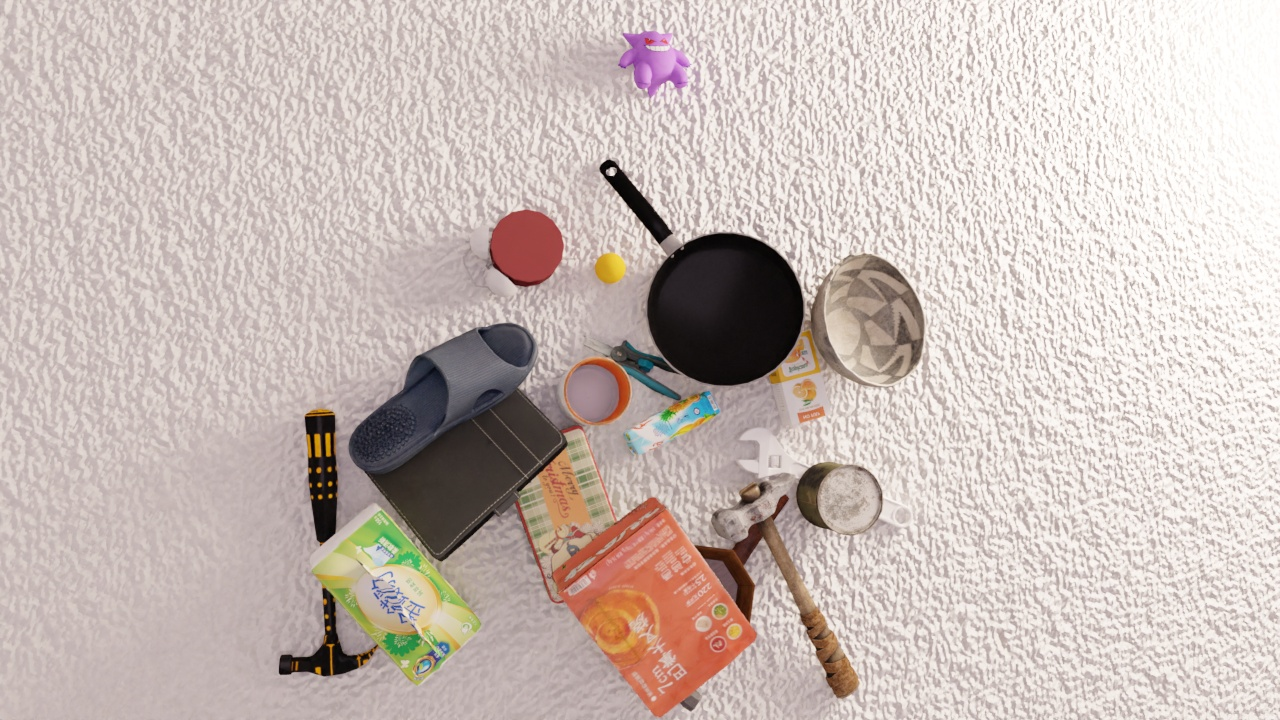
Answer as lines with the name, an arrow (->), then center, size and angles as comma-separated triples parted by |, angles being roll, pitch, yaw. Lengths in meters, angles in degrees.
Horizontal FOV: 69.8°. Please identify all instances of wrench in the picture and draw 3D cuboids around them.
wrench -> 0.249, 0.164, 1.239 | 0.273, 0.018, 0.066 | 24, 82, -9

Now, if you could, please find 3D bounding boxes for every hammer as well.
hammer -> -0.376, 0.218, 1.108 | 0.123, 0.036, 0.320 | -2, 88, -14
hammer -> 0.207, 0.299, 1.192 | 0.121, 0.049, 0.319 | -30, 101, -19
hammer -> 0.102, 0.295, 1.195 | 0.111, 0.028, 0.300 | 36, 80, -7

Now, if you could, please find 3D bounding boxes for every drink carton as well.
drink carton -> 0.209, 0.027, 1.228 | 0.058, 0.040, 0.122 | -14, 89, -12
drink carton -> 0.038, 0.082, 1.191 | 0.128, 0.044, 0.038 | -26, 91, -13

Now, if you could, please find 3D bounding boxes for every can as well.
can -> 0.257, 0.178, 1.193 | 0.090, 0.075, 0.090 | 1, 86, -11

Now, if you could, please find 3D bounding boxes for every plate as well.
plate -> 0.079, 0.295, 1.154 | 0.131, 0.025, 0.131 | 0, 87, -3

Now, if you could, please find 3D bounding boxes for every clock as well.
clock -> -0.156, -0.138, 1.166 | 0.137, 0.048, 0.096 | -24, 91, -11

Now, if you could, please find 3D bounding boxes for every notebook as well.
notebook -> -0.211, 0.119, 1.117 | 0.209, 0.029, 0.169 | -43, 67, -7

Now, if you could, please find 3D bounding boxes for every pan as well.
pan -> 0.062, -0.122, 1.202 | 0.204, 0.044, 0.355 | -38, 81, -2

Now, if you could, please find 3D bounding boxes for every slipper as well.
slipper -> -0.248, 0.031, 1.106 | 0.263, 0.082, 0.101 | -37, 61, -7

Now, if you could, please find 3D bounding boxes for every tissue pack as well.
tissue pack -> -0.276, 0.272, 1.050 | 0.197, 0.142, 0.120 | 46, 73, -14

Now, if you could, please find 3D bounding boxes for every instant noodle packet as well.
instant noodle packet -> 0.023, 0.303, 1.107 | 0.164, 0.084, 0.221 | -37, 98, -8

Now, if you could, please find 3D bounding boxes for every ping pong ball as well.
ping pong ball -> -0.039, -0.120, 1.191 | 0.040, 0.040, 0.040 | 1, 86, -11

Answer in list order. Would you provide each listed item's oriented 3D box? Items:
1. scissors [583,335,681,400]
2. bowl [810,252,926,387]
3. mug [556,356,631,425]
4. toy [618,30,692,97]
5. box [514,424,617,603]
scissors -> -0.001, 0.003, 1.199 | 0.144, 0.019, 0.126 | -15, 73, -24
bowl -> 0.290, -0.046, 1.225 | 0.178, 0.081, 0.178 | 6, 77, -26
mug -> -0.060, 0.041, 1.142 | 0.082, 0.105, 0.082 | 1, 85, -11
toy -> 0.017, -0.397, 1.215 | 0.106, 0.056, 0.088 | -8, 84, -21
box -> -0.094, 0.192, 1.155 | 0.117, 0.050, 0.205 | -18, 89, -12
